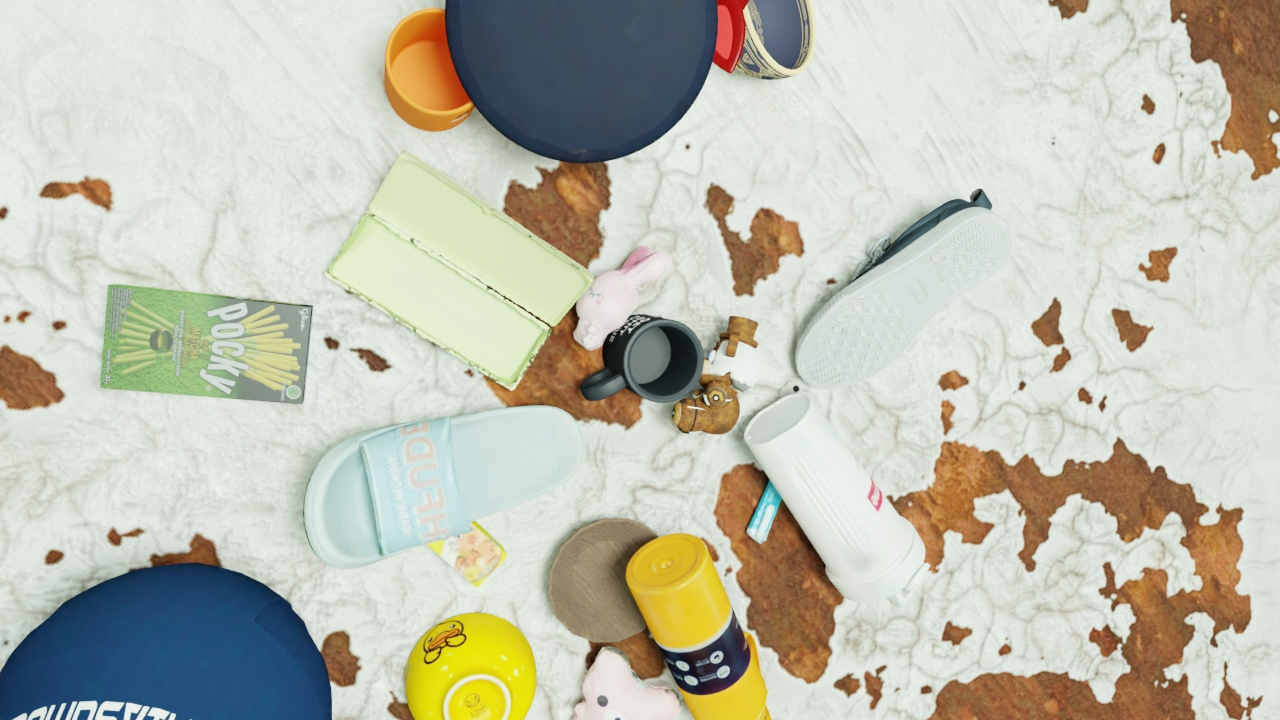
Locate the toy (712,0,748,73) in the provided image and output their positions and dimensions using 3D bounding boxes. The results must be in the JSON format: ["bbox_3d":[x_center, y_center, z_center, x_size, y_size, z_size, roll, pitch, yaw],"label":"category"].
[{"bbox_3d":[0.018,-0.331,0.717,0.197,0.120,0.158,29,97,21],"label":"toy"}]

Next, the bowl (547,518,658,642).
[{"bbox_3d":[-0.030,0.198,0.844,0.117,0.030,0.118,-2,97,-16],"label":"bowl"}]

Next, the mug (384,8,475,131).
[{"bbox_3d":[-0.156,-0.242,0.723,0.077,0.096,0.112,19,91,-17],"label":"mug"}]

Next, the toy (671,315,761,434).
[{"bbox_3d":[0.073,0.015,0.827,0.067,0.087,0.112,14,85,6],"label":"toy"}]

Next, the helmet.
[{"bbox_3d":[-0.342,0.273,0.677,0.232,0.222,0.273,3,125,-6],"label":"helmet"}]

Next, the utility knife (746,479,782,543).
[{"bbox_3d":[0.136,0.119,0.890,0.022,0.015,0.123,26,86,-22],"label":"utility knife"}]

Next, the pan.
[{"bbox_3d":[-0.044,-0.317,0.638,0.198,0.021,0.357,-4,111,-5],"label":"pan"}]

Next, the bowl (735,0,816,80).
[{"bbox_3d":[0.097,-0.297,0.800,0.112,0.061,0.112,7,80,-47],"label":"bowl"}]

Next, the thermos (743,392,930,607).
[{"bbox_3d":[0.185,0.137,0.857,0.099,0.099,0.220,-40,108,-8],"label":"thermos"}]

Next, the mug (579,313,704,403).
[{"bbox_3d":[-0.005,0.005,0.804,0.105,0.077,0.071,-29,103,-11],"label":"mug"}]

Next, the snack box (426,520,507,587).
[{"bbox_3d":[-0.181,0.133,0.795,0.040,0.029,0.148,-46,106,-7],"label":"snack box"}]

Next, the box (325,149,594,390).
[{"bbox_3d":[-0.150,-0.073,0.771,0.187,0.047,0.141,31,111,-16],"label":"box"}]

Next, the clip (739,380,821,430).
[{"bbox_3d":[0.149,0.048,0.881,0.101,0.040,0.054,11,107,-12],"label":"clip"}]

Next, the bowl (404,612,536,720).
[{"bbox_3d":[-0.145,0.288,0.803,0.117,0.068,0.117,-2,96,-16],"label":"bowl"}]

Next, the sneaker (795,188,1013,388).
[{"bbox_3d":[0.237,-0.070,0.864,0.236,0.087,0.089,-38,115,14],"label":"sneaker"}]

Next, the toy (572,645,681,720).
[{"bbox_3d":[-0.023,0.322,0.851,0.099,0.052,0.096,41,97,-13],"label":"toy"}]

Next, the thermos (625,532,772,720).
[{"bbox_3d":[0.068,0.264,0.838,0.091,0.076,0.233,-31,117,-17],"label":"thermos"}]

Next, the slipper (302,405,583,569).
[{"bbox_3d":[-0.151,0.092,0.751,0.244,0.074,0.104,-15,90,-30],"label":"slipper"}]

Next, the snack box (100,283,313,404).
[{"bbox_3d":[-0.344,-0.012,0.735,0.147,0.025,0.080,6,95,-16],"label":"snack box"}]

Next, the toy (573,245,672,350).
[{"bbox_3d":[-0.021,-0.059,0.800,0.110,0.063,0.047,-46,104,-9],"label":"toy"}]
